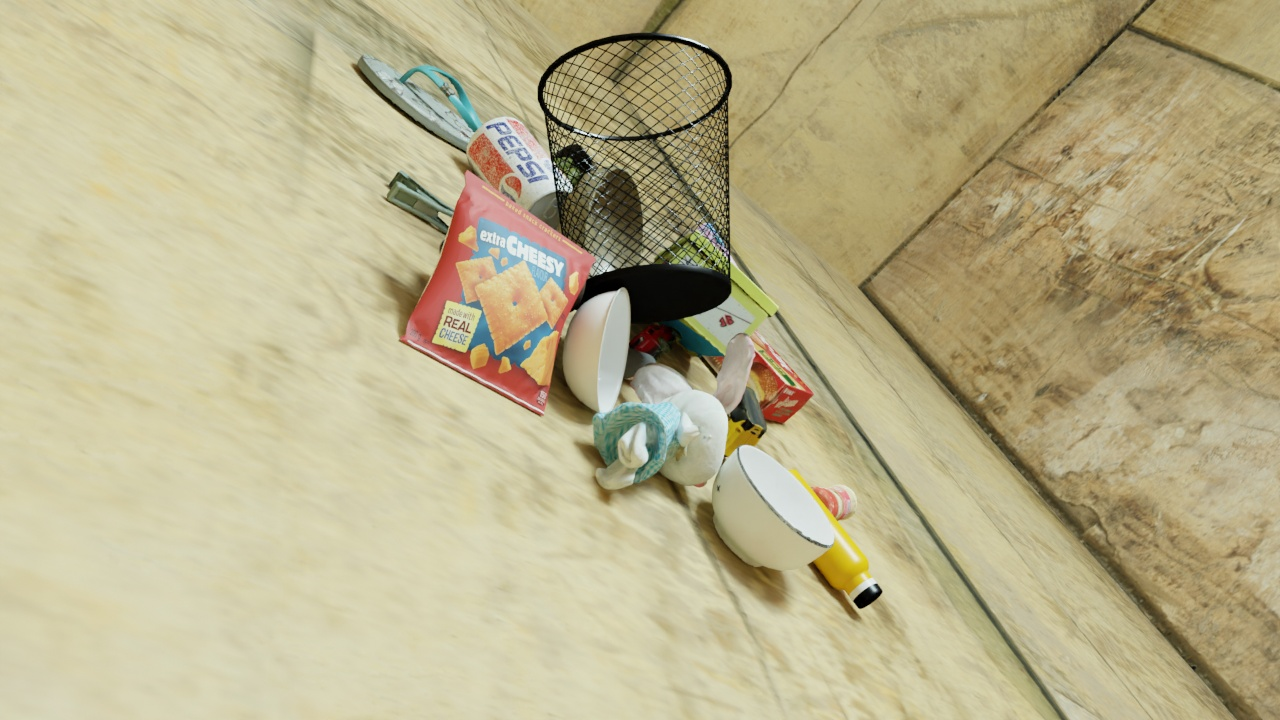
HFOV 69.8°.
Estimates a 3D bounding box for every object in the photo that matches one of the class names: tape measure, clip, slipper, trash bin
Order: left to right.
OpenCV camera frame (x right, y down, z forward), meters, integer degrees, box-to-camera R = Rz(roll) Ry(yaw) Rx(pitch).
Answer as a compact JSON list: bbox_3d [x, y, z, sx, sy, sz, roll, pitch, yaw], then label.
[{"bbox_3d":[-0.194,-0.141,0.837,0.076,0.023,0.059,33,21,-24],"label":"clip"},{"bbox_3d":[-0.213,-0.291,1.108,0.268,0.055,0.098,30,24,-42],"label":"slipper"},{"bbox_3d":[0.002,-0.155,0.846,0.184,0.184,0.210,17,64,-55],"label":"trash bin"},{"bbox_3d":[0.092,0.065,0.919,0.037,0.064,0.065,26,32,-26],"label":"tape measure"}]

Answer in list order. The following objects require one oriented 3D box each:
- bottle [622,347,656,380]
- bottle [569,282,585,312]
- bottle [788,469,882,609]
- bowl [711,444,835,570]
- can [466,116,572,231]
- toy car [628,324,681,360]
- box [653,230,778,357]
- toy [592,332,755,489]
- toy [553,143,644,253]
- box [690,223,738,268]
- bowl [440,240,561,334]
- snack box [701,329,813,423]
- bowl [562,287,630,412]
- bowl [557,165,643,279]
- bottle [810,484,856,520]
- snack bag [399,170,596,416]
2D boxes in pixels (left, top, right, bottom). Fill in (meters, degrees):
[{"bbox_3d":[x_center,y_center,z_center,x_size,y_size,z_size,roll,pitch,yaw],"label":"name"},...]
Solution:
[{"bbox_3d":[-0.005,0.005,0.898,0.112,0.030,0.030,17,31,-55],"label":"bottle"},{"bbox_3d":[-0.104,-0.070,0.755,0.105,0.056,0.056,4,38,-32],"label":"bottle"},{"bbox_3d":[0.177,0.173,0.887,0.043,0.043,0.143,17,31,-55],"label":"bottle"},{"bbox_3d":[0.105,0.133,0.782,0.113,0.063,0.113,38,18,-15],"label":"bowl"},{"bbox_3d":[-0.134,-0.206,1.033,0.078,0.078,0.136,16,32,-56],"label":"can"},{"bbox_3d":[0.014,-0.017,0.972,0.036,0.042,0.091,52,19,5],"label":"toy car"},{"bbox_3d":[0.059,-0.067,1.023,0.124,0.081,0.221,42,-2,-5],"label":"box"},{"bbox_3d":[0.031,0.062,0.751,0.105,0.131,0.204,63,29,-7],"label":"toy"},{"bbox_3d":[-0.066,-0.216,1.212,0.152,0.078,0.179,38,16,-44],"label":"toy"},{"bbox_3d":[0.103,-0.118,1.231,0.084,0.053,0.230,57,8,-20],"label":"box"},{"bbox_3d":[-0.109,-0.084,0.833,0.137,0.057,0.137,39,17,-15],"label":"bowl"},{"bbox_3d":[0.116,-0.025,1.195,0.236,0.060,0.113,51,16,25],"label":"snack box"},{"bbox_3d":[-0.041,-0.010,0.775,0.040,0.110,0.109,9,14,10],"label":"bowl"},{"bbox_3d":[-0.049,-0.135,0.999,0.050,0.152,0.152,7,4,22],"label":"bowl"},{"bbox_3d":[0.201,0.156,0.989,0.044,0.044,0.109,50,18,22],"label":"bottle"},{"bbox_3d":[-0.104,-0.049,0.696,0.130,0.039,0.143,32,63,-33],"label":"snack bag"}]
